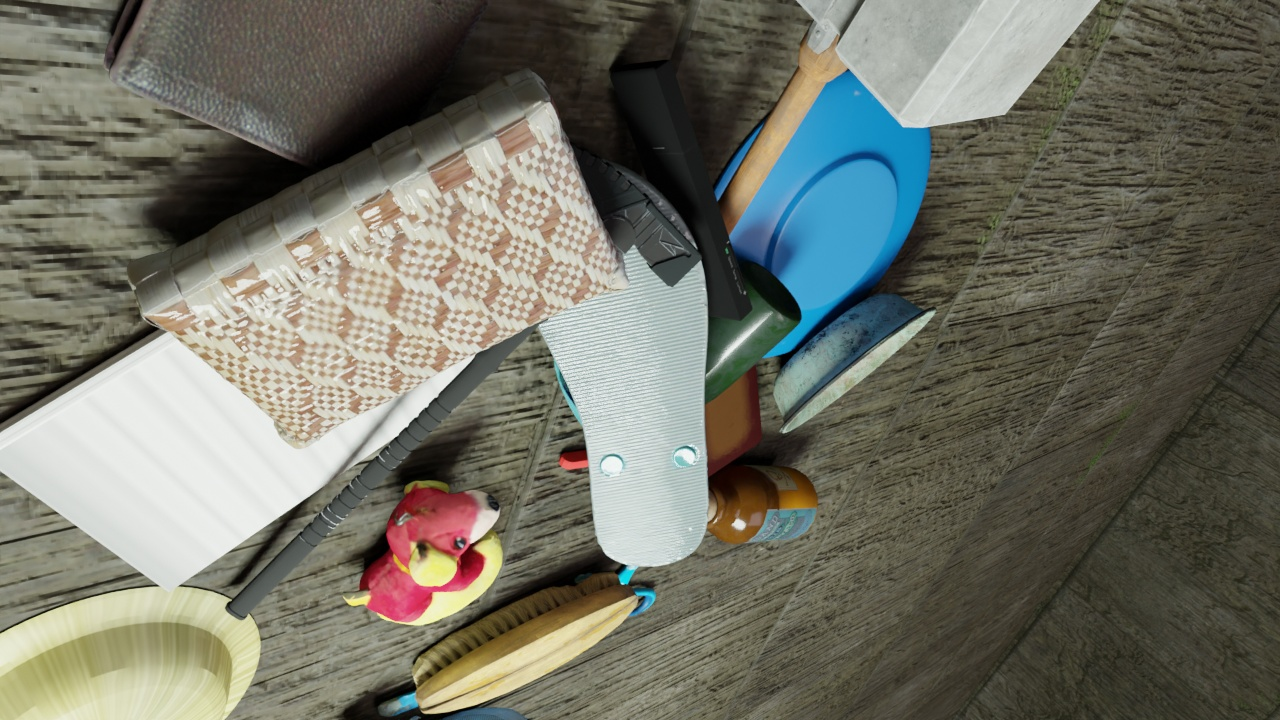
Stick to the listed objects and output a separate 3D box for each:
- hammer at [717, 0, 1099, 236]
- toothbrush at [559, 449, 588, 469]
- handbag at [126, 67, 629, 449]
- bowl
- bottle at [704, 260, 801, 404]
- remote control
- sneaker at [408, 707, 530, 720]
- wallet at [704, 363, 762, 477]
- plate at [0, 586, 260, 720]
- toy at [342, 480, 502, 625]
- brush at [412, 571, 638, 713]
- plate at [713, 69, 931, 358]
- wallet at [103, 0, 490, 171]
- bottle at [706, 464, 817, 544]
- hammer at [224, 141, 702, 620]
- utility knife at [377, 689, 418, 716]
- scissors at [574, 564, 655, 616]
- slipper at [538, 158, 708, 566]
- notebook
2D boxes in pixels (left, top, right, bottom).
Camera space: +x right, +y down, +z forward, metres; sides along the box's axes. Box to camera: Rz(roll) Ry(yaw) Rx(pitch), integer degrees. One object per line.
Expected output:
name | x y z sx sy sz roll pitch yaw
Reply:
hammer | 0.072 -0.120 0.497 0.082 0.162 0.319 -18 153 -36
toothbrush | 0.016 0.072 0.719 0.212 0.012 0.018 -3 126 -46
handbag | -0.105 -0.039 0.406 0.186 0.047 0.124 -27 144 -2
bowl | 0.164 -0.004 0.745 0.157 0.038 0.158 -35 166 -10
bottle | 0.030 0.010 0.625 0.174 0.055 0.055 -45 149 26
remote control | 0.025 -0.088 0.496 0.013 0.034 0.150 -41 124 -30
sneaker | -0.182 0.316 0.684 0.239 0.089 0.124 -21 141 -28
wallet | 0.059 0.036 0.711 0.091 0.018 0.116 -30 134 -27
plate | -0.293 0.204 0.497 0.184 0.036 0.185 -28 142 -25
toy | -0.135 0.126 0.576 0.105 0.067 0.138 -24 152 -26
brush | -0.087 0.218 0.723 0.195 0.043 0.059 -19 137 -30
plate | 0.131 -0.091 0.648 0.223 0.024 0.225 -23 136 -25
wallet | -0.124 -0.126 0.352 0.119 0.031 0.099 20 107 -52
bottle | 0.091 0.126 0.805 0.156 0.068 0.068 10 117 -51
hammer | -0.116 0.025 0.487 0.325 0.015 0.095 -44 111 8
utility knife | -0.116 0.253 0.756 0.221 0.015 0.031 -9 148 -43
scissors | -0.012 0.198 0.816 0.134 0.011 0.139 -45 145 -3
slipper | -0.003 0.003 0.543 0.098 0.054 0.269 -10 116 4
notebook | -0.179 0.018 0.456 0.209 0.009 0.143 -36 145 -16
